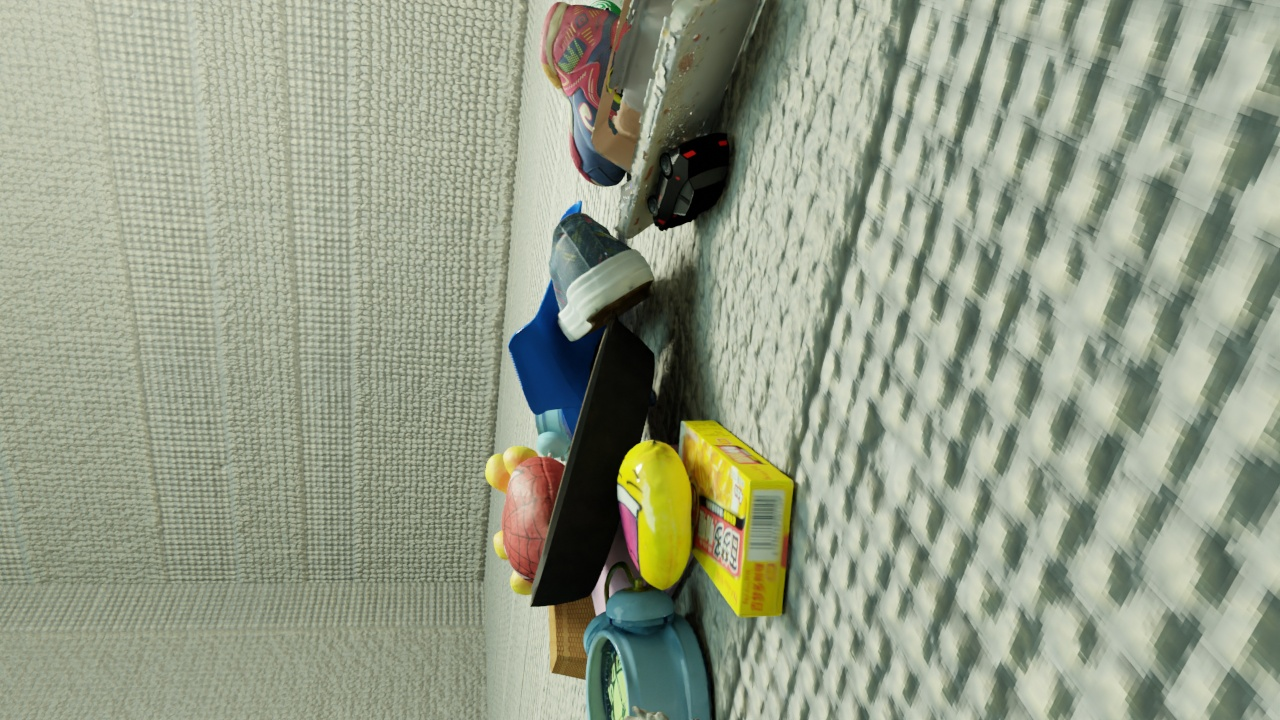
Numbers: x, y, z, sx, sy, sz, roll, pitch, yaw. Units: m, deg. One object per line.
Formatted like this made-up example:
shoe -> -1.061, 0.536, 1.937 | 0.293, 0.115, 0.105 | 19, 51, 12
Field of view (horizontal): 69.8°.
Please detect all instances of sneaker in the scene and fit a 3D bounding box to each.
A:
sneaker -> -0.025, -0.230, 0.856 | 0.242, 0.091, 0.116 | 65, -142, -70
sneaker -> -0.040, -0.073, 0.772 | 0.079, 0.087, 0.235 | 58, 173, 0

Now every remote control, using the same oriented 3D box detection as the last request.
remote control -> -0.005, -0.157, 0.888 | 0.125, 0.010, 0.039 | -138, 52, -74

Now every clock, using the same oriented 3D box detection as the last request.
clock -> -0.094, 0.084, 1.044 | 0.087, 0.042, 0.123 | 34, -129, -71
clock -> 0.001, 0.222, 0.645 | 0.118, 0.060, 0.161 | 117, 148, -49

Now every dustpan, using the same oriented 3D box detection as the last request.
dustpan -> -0.070, 0.000, 0.979 | 0.244, 0.060, 0.258 | -78, -25, -54

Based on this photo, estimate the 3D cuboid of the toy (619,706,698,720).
toy -> 0.033, 0.254, 0.475 | 0.176, 0.076, 0.133 | -132, 18, -73

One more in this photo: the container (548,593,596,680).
container -> -0.060, 0.268, 0.938 | 0.063, 0.061, 0.113 | 108, 160, -52

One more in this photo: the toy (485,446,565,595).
toy -> -0.098, 0.157, 0.916 | 0.216, 0.098, 0.147 | 176, 80, -71

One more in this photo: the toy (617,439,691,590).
toy -> 0.010, 0.095, 0.574 | 0.095, 0.041, 0.094 | -160, 67, -77

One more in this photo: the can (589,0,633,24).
can -> -0.029, -0.331, 0.937 | 0.053, 0.053, 0.101 | 105, 162, -45

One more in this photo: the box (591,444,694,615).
box -> -0.004, 0.163, 0.737 | 0.233, 0.046, 0.097 | 109, 160, -52

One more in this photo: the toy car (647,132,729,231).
toy car -> 0.035, -0.118, 0.632 | 0.036, 0.042, 0.092 | 58, 156, 20

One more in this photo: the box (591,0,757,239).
box -> 0.012, -0.197, 0.630 | 0.107, 0.094, 0.217 | 55, 153, 19

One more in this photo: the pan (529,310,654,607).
pan -> -0.032, 0.058, 0.771 | 0.355, 0.043, 0.249 | -84, 11, -68

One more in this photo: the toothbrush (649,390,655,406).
toothbrush -> -0.005, 0.005, 0.844 | 0.132, 0.016, 0.021 | -109, 28, -59

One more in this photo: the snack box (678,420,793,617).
snack box -> 0.050, 0.087, 0.546 | 0.152, 0.025, 0.075 | -143, 56, -76
